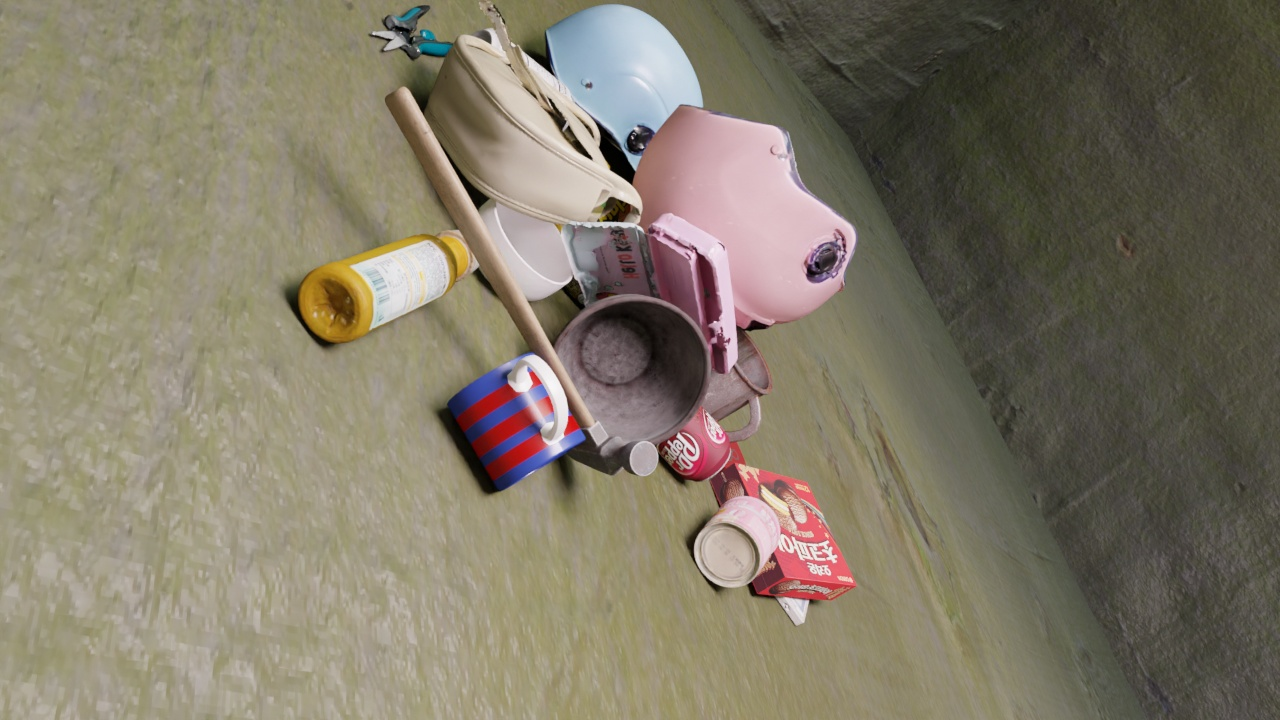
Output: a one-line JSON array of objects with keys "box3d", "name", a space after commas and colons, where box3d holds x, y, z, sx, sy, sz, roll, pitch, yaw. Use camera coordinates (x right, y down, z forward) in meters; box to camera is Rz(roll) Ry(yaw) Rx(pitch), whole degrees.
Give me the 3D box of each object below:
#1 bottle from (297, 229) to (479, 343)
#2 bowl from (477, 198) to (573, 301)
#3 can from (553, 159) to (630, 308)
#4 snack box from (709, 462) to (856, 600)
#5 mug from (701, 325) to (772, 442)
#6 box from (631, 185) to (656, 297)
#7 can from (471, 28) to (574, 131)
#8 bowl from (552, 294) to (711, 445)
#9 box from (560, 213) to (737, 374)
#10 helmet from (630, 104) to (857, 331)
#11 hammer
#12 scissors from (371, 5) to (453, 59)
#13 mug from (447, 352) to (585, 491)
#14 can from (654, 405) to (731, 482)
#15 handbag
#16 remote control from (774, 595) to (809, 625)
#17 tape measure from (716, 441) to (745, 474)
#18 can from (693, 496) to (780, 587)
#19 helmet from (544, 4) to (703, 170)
[{"box3d": [-0.176, -0.063, 0.681, 0.053, 0.053, 0.185, 55, 24, -5], "name": "bottle"}, {"box3d": [-0.115, -0.100, 0.842, 0.105, 0.054, 0.104, 45, 26, -29], "name": "bowl"}, {"box3d": [-0.049, -0.130, 0.958, 0.101, 0.073, 0.130, 50, 38, -22], "name": "can"}, {"box3d": [0.156, 0.188, 0.994, 0.152, 0.036, 0.132, 20, 39, -47], "name": "snack box"}, {"box3d": [0.079, 0.035, 0.977, 0.096, 0.110, 0.122, 14, 49, -50], "name": "mug"}, {"box3d": [0.002, -0.098, 1.084, 0.214, 0.089, 0.093, 62, -18, 12], "name": "box"}, {"box3d": [-0.139, -0.306, 1.026, 0.132, 0.070, 0.070, 27, 37, -47], "name": "can"}, {"box3d": [-0.015, 0.002, 0.821, 0.145, 0.145, 0.067, 45, 7, -24], "name": "bowl"}, {"box3d": [0.018, -0.064, 0.855, 0.058, 0.156, 0.201, -63, 159, -24], "name": "box"}, {"box3d": [0.091, -0.124, 0.917, 0.230, 0.152, 0.255, 35, -11, 46], "name": "helmet"}, {"box3d": [-0.100, -0.048, 0.693, 0.030, 0.120, 0.331, -41, 113, -28], "name": "hammer"}, {"box3d": [-0.233, -0.342, 0.959, 0.150, 0.019, 0.120, 13, 49, -54], "name": "scissors"}, {"box3d": [-0.083, 0.039, 0.666, 0.074, 0.112, 0.076, -29, 86, -36], "name": "mug"}, {"box3d": [0.035, 0.064, 0.909, 0.114, 0.063, 0.063, 48, 26, -19], "name": "can"}, {"box3d": [-0.090, -0.226, 0.853, 0.184, 0.132, 0.228, 18, 30, -26], "name": "handbag"}, {"box3d": [0.173, 0.237, 1.019, 0.050, 0.011, 0.135, 55, 24, -5], "name": "remote control"}, {"box3d": [0.091, 0.108, 1.015, 0.058, 0.019, 0.051, 4, 58, -52], "name": "tape measure"}, {"box3d": [0.094, 0.173, 0.882, 0.067, 0.067, 0.076, 58, 25, 2], "name": "can"}, {"box3d": [-0.007, -0.352, 1.224, 0.265, 0.167, 0.225, 53, 13, -31], "name": "helmet"}]
